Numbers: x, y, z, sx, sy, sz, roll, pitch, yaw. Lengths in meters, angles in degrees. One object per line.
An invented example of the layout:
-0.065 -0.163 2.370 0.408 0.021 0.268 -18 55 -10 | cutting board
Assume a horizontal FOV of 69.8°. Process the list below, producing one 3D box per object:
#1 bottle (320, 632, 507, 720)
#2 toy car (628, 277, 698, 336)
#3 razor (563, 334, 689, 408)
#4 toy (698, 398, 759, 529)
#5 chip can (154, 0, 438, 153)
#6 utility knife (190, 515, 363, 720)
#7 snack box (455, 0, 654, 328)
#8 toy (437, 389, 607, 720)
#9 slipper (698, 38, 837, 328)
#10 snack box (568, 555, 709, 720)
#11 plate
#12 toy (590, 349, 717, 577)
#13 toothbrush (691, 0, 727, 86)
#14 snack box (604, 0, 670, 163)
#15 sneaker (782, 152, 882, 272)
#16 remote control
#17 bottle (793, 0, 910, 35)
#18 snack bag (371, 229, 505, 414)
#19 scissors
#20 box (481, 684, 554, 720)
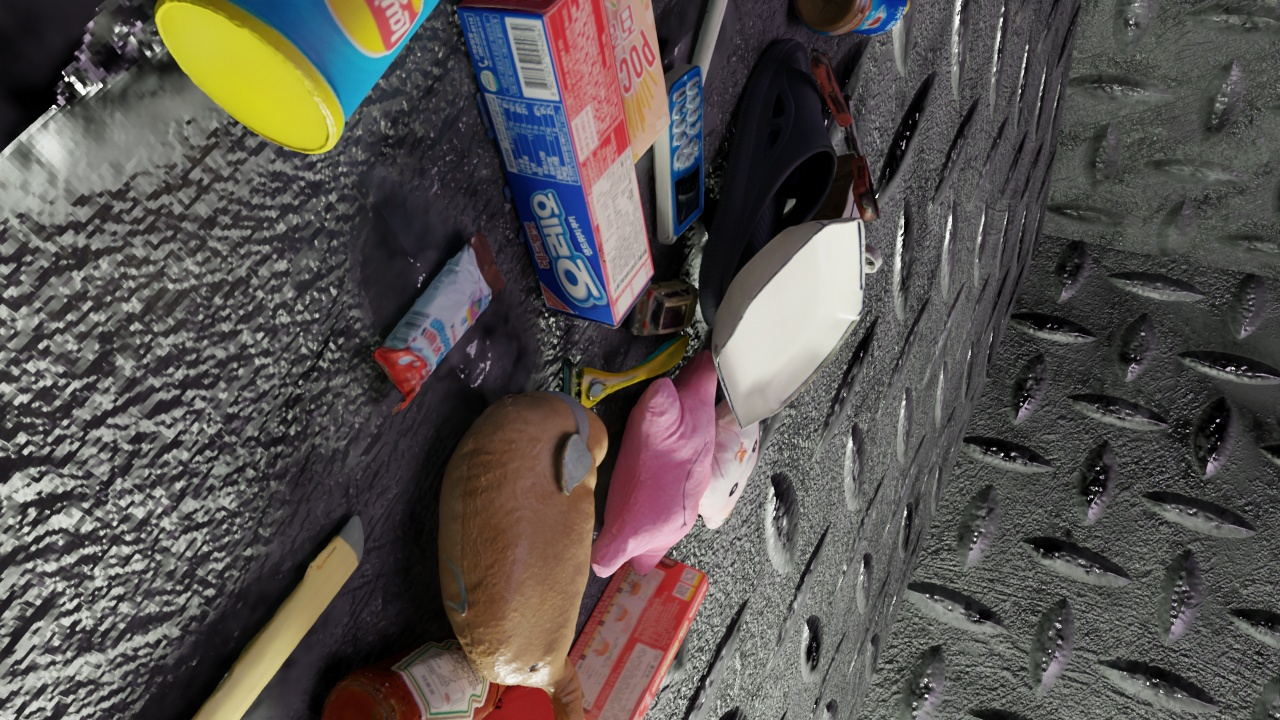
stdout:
-0.110 0.198 0.575 0.205 0.060 0.060 6 100 -68 | bottle
0.021 -0.040 0.711 0.090 0.035 0.042 -16 122 -63 | toy car
-0.004 0.004 0.669 0.132 0.028 0.043 -22 122 -43 | razor
0.083 0.103 0.901 0.121 0.054 0.160 -60 159 -23 | toy
-0.093 -0.182 0.362 0.209 0.071 0.071 -61 151 -22 | chip can
-0.187 0.150 0.437 0.178 0.019 0.031 -60 148 -36 | utility knife
-0.041 -0.113 0.521 0.058 0.057 0.208 -56 149 -35 | snack box
-0.067 0.130 0.556 0.143 0.083 0.226 2 91 -57 | toy
0.121 -0.145 0.774 0.111 0.083 0.267 54 51 -61 | slipper
-0.008 0.234 0.770 0.152 0.075 0.025 -58 151 -28 | snack box
0.120 -0.031 0.768 0.162 0.034 0.266 -44 156 -5 | plate
0.023 0.083 0.742 0.178 0.075 0.194 25 83 -69 | toy
0.059 -0.275 0.662 0.029 0.020 0.189 11 98 -33 | toothbrush
-0.022 -0.187 0.546 0.084 0.026 0.157 -55 148 -32 | snack box
0.181 -0.114 0.903 0.240 0.118 0.088 -55 128 -42 | sneaker
0.027 -0.149 0.666 0.048 0.024 0.125 -47 145 -41 | remote control
0.210 -0.340 0.863 0.218 0.065 0.065 -30 131 -55 | bottle
-0.106 -0.021 0.483 0.105 0.026 0.045 -58 147 -31 | snack bag
0.188 -0.191 0.809 0.225 0.015 0.188 32 44 -59 | scissors
-0.130 0.282 0.606 0.200 0.100 0.094 -3 67 -61 | box
